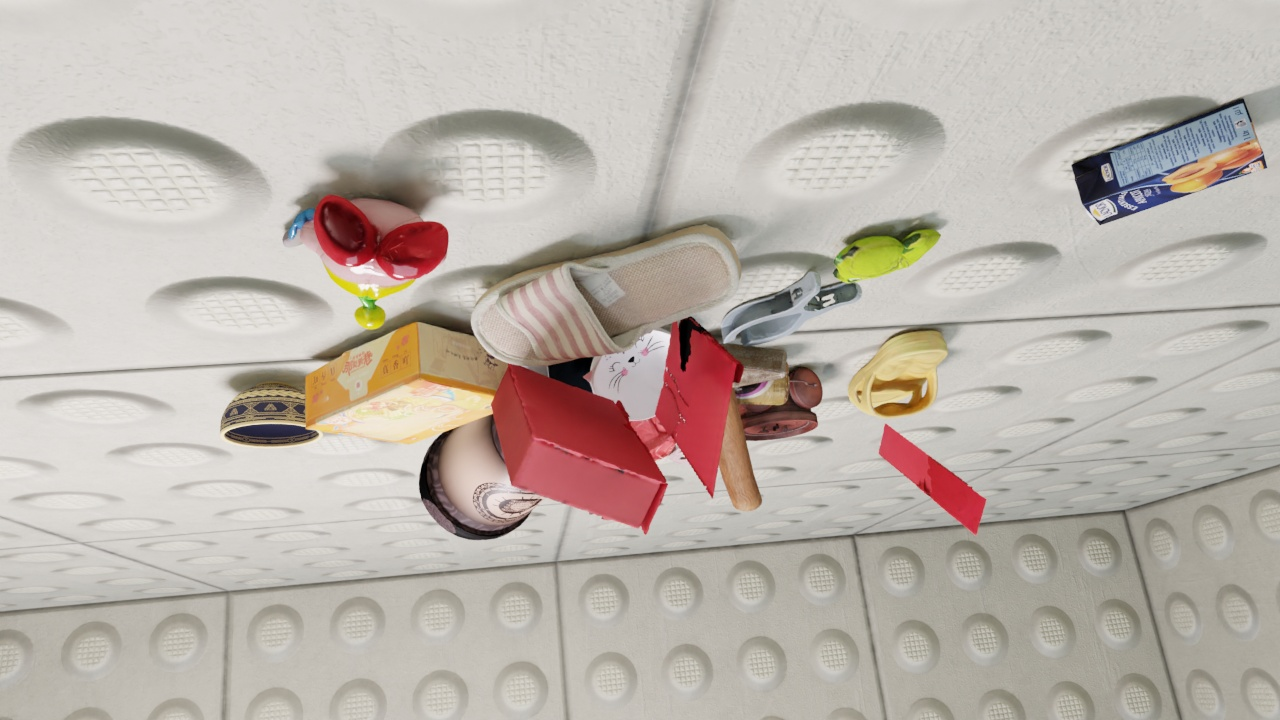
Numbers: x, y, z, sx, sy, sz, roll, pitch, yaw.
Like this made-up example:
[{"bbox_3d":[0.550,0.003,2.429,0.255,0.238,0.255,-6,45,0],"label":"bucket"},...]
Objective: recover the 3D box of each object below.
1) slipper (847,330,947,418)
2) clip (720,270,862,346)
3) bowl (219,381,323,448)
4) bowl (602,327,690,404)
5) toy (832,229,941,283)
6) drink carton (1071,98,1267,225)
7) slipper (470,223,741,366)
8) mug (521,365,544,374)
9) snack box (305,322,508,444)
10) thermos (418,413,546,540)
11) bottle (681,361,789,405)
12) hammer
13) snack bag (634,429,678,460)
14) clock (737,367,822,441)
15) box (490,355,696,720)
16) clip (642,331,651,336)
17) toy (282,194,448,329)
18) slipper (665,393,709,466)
[{"bbox_3d":[0.352,0.035,1.239,0.099,0.078,0.264,-8,161,-1],"label":"slipper"},{"bbox_3d":[0.168,-0.051,1.005,0.112,0.028,0.163,6,159,-36],"label":"clip"},{"bbox_3d":[-0.433,0.060,1.081,0.112,0.061,0.112,-6,161,-2],"label":"bowl"},{"bbox_3d":[-0.006,0.006,1.031,0.114,0.050,0.115,-9,120,-16],"label":"bowl"},{"bbox_3d":[0.231,-0.100,0.871,0.093,0.036,0.094,-7,164,-24],"label":"toy"},{"bbox_3d":[0.429,-0.159,0.751,0.130,0.040,0.064,-20,157,35],"label":"drink carton"},{"bbox_3d":[-0.037,-0.052,0.842,0.263,0.052,0.115,-16,125,17],"label":"slipper"},{"bbox_3d":[-0.082,0.019,1.065,0.094,0.085,0.122,8,128,-39],"label":"mug"},{"bbox_3d":[-0.250,0.024,1.004,0.196,0.080,0.145,-20,157,33],"label":"snack box"},{"bbox_3d":[-0.179,0.132,1.231,0.172,0.172,0.227,7,151,-34],"label":"thermos"},{"bbox_3d":[0.102,0.025,1.161,0.166,0.059,0.060,2,162,4],"label":"bottle"},{"bbox_3d":[0.119,0.095,1.161,0.158,0.037,0.301,-1,136,16],"label":"hammer"},{"bbox_3d":[-0.013,0.065,1.130,0.082,0.082,0.176,1,-162,-21],"label":"snack bag"},{"bbox_3d":[0.185,0.059,1.259,0.120,0.072,0.158,-3,162,-9],"label":"clock"},{"bbox_3d":[-0.083,0.176,0.919,0.197,0.352,0.217,18,-166,-19],"label":"box"},{"bbox_3d":[0.003,-0.058,0.903,0.102,0.056,0.056,16,119,-48],"label":"clip"},{"bbox_3d":[-0.218,-0.076,0.719,0.124,0.097,0.131,7,177,-18],"label":"toy"},{"bbox_3d":[0.050,0.094,1.288,0.064,0.094,0.239,-13,158,7],"label":"slipper"}]
